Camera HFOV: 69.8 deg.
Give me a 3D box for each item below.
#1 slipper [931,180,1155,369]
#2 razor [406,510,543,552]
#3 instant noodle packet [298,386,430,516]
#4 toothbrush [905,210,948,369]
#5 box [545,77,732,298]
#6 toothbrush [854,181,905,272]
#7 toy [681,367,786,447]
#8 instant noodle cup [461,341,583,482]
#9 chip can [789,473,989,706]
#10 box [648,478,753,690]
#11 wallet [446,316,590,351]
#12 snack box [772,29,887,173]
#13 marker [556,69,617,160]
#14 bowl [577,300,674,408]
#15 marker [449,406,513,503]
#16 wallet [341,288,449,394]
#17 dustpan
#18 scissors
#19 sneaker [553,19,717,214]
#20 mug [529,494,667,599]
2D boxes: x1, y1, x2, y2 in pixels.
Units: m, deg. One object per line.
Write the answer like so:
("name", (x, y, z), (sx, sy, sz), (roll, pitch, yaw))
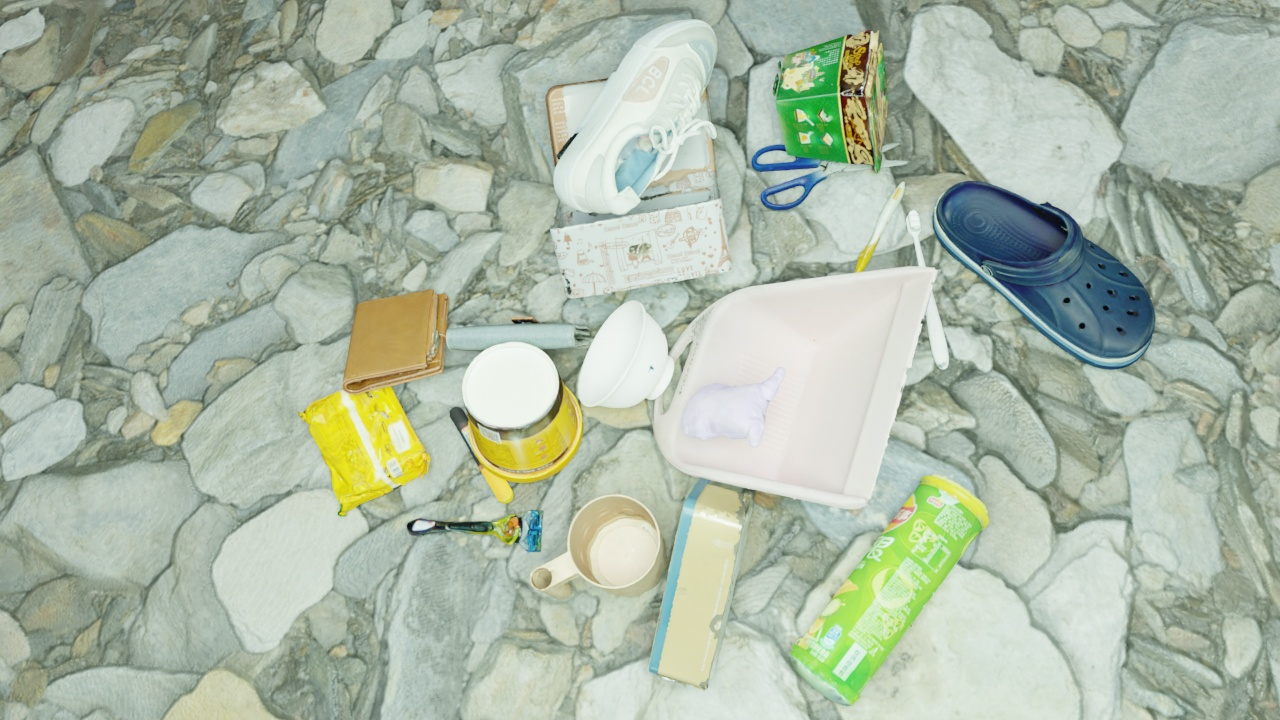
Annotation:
("slipper", (0.406, -0.103, 0.914), (0.105, 0.095, 0.253), (-43, 67, -6))
("razor", (-0.170, 0.169, 0.929), (0.143, 0.022, 0.042), (0, 68, 8))
("instant noodle packet", (-0.287, 0.086, 0.964), (0.110, 0.044, 0.128), (-27, 71, -5))
("toothbrush", (0.300, -0.076, 0.958), (0.016, 0.016, 0.180), (-7, 69, 7))
("box", (-0.006, -0.186, 0.945), (0.180, 0.156, 0.227), (-7, 100, 5))
("toothbrush", (0.239, -0.116, 0.982), (0.018, 0.016, 0.191), (24, 75, 24))
("toy", (0.080, 0.043, 0.836), (0.108, 0.039, 0.083), (-9, 46, 51))
("instant noodle cup", (-0.120, 0.048, 0.909), (0.118, 0.115, 0.118), (-1, 64, 2))
("chip can", (0.225, 0.208, 0.834), (0.072, 0.072, 0.221), (38, 78, 18))
("box", (0.057, 0.193, 0.820), (0.059, 0.089, 0.184), (11, 99, 12))
("wallet", (-0.123, -0.027, 0.951), (0.130, 0.106, 0.037), (-2, 91, 7))
("snack box", (0.208, -0.279, 0.997), (0.106, 0.117, 0.118), (2, 56, 22))
("marker", (-0.048, -0.252, 0.942), (0.023, 0.018, 0.130), (14, 63, 28))
("bowl", (-0.006, 0.005, 0.936), (0.064, 0.118, 0.118), (28, 72, -23))
("marker", (-0.167, 0.098, 0.959), (0.018, 0.015, 0.124), (-33, 67, -7))
("wallet", (-0.260, -0.024, 0.982), (0.108, 0.031, 0.131), (-12, 43, 2))
("dustpan", (0.118, 0.019, 0.850), (0.139, 0.274, 0.222), (24, 70, -11))
("scissors", (0.205, -0.223, 1.028), (0.171, 0.012, 0.141), (-40, 70, -9))
("sneaker", (0.019, -0.235, 0.874), (0.091, 0.089, 0.241), (20, 67, 37))
("mug", (-0.036, 0.187, 0.860), (0.124, 0.103, 0.084), (-28, 69, -3))
